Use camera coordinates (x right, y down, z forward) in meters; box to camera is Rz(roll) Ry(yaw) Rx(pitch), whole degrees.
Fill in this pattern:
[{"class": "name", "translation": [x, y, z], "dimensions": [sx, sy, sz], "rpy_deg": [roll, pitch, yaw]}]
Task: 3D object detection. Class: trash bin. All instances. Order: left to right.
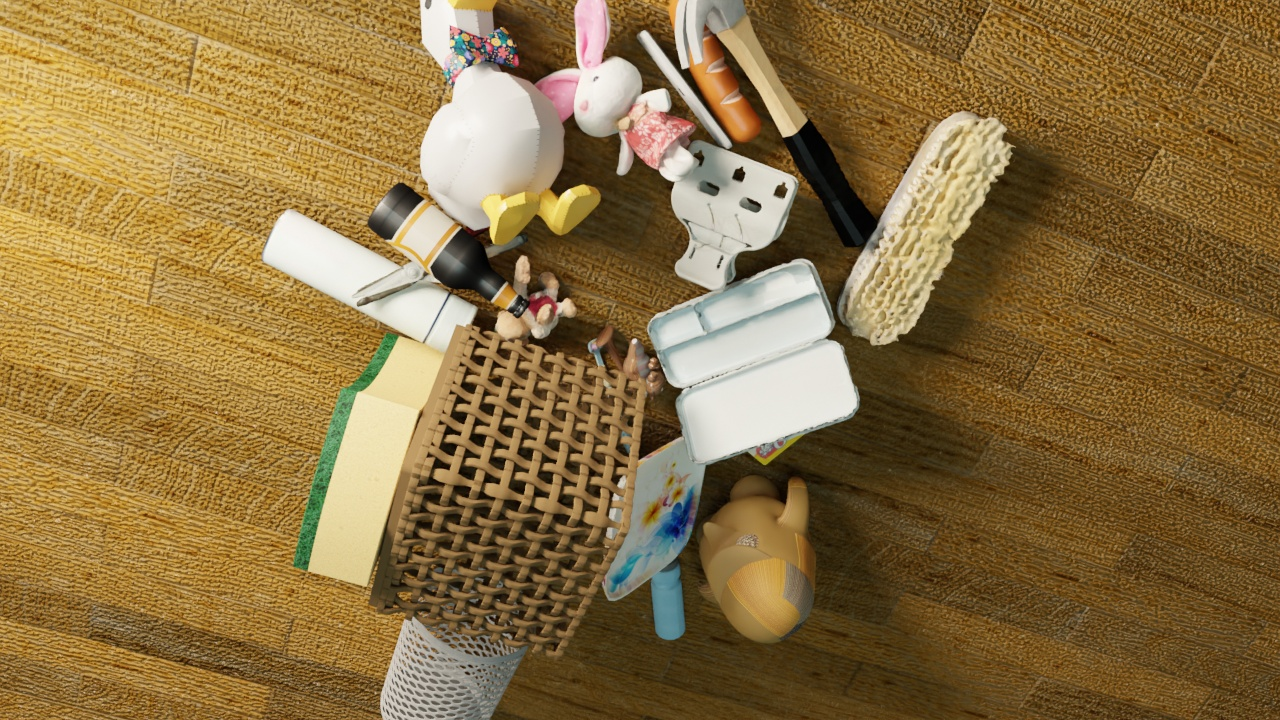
[{"class": "trash bin", "translation": [-0.236, 0.381, 1.162], "dimensions": [0.156, 0.156, 0.184], "rpy_deg": [20, 113, -10]}]

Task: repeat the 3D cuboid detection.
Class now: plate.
[{"class": "plate", "translation": [0.015, 0.180, 1.086], "dimensions": [0.016, 0.186, 0.187], "rpy_deg": [23, 118, 30]}]

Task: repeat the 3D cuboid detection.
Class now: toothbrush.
[{"class": "toothbrush", "translation": [-0.032, 0.046, 1.098], "dimensions": [0.022, 0.016, 0.155], "rpy_deg": [-31, 115, -30]}]

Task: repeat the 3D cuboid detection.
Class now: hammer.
[{"class": "hammer", "translation": [0.152, -0.253, 0.946], "dimensions": [0.131, 0.039, 0.328], "rpy_deg": [-48, 117, -19]}]

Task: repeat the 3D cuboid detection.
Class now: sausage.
[{"class": "sausage", "translation": [0.075, -0.299, 0.943], "dimensions": [0.045, 0.039, 0.164], "rpy_deg": [-11, 117, 40]}]

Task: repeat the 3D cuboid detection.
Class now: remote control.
[{"class": "remote control", "translation": [0.046, -0.279, 0.948], "dimensions": [0.008, 0.045, 0.146], "rpy_deg": [-40, 108, 4]}]

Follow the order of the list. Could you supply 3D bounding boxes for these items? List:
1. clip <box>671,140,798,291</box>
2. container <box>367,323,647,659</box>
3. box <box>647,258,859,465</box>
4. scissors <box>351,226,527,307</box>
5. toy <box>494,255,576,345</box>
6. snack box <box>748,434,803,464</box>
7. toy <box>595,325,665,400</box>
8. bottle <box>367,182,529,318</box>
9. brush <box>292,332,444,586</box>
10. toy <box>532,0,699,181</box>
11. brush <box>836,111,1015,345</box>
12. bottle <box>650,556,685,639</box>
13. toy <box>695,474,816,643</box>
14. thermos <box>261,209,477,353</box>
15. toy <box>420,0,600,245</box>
[{"class": "clip", "translation": [0.090, -0.150, 0.984], "dimensions": [0.125, 0.074, 0.144], "rpy_deg": [24, 116, 14]}, {"class": "container", "translation": [-0.142, 0.142, 0.991], "dimensions": [0.214, 0.219, 0.252], "rpy_deg": [17, 130, -9]}, {"class": "box", "translation": [0.123, 0.004, 1.020], "dimensions": [0.210, 0.061, 0.192], "rpy_deg": [-23, 85, 23]}, {"class": "scissors", "translation": [-0.217, -0.114, 0.991], "dimensions": [0.187, 0.015, 0.146], "rpy_deg": [6, 94, -19]}, {"class": "toy", "translation": [-0.130, -0.057, 1.031], "dimensions": [0.106, 0.074, 0.085], "rpy_deg": [-39, 77, 34]}, {"class": "snack box", "translation": [0.151, 0.055, 1.072], "dimensions": [0.106, 0.061, 0.083], "rpy_deg": [-41, 124, 14]}, {"class": "toy", "translation": [-0.006, 0.006, 1.070], "dimensions": [0.055, 0.041, 0.102], "rpy_deg": [-11, 123, 27]}, {"class": "bottle", "translation": [-0.194, -0.107, 0.958], "dimensions": [0.181, 0.059, 0.059], "rpy_deg": [38, 107, -9]}, {"class": "brush", "translation": [-0.282, 0.096, 0.986], "dimensions": [0.075, 0.250, 0.195], "rpy_deg": [17, 104, -9]}, {"class": "toy", "translation": [-0.021, -0.254, 0.933], "dimensions": [0.194, 0.084, 0.160], "rpy_deg": [43, 127, -1]}, {"class": "brush", "translation": [0.307, -0.141, 1.006], "dimensions": [0.083, 0.056, 0.272], "rpy_deg": [22, 111, -12]}, {"class": "bottle", "translation": [0.034, 0.301, 1.193], "dimensions": [0.040, 0.040, 0.130], "rpy_deg": [-5, 113, 1]}, {"class": "toy", "translation": [0.135, 0.243, 1.083], "dimensions": [0.162, 0.203, 0.199], "rpy_deg": [35, 107, -14]}, {"class": "thermos", "translation": [-0.294, -0.083, 1.012], "dimensions": [0.230, 0.067, 0.068], "rpy_deg": [27, 109, -13]}, {"class": "toy", "translation": [-0.155, -0.236, 0.908], "dimensions": [0.267, 0.140, 0.247], "rpy_deg": [60, 138, 15]}]
